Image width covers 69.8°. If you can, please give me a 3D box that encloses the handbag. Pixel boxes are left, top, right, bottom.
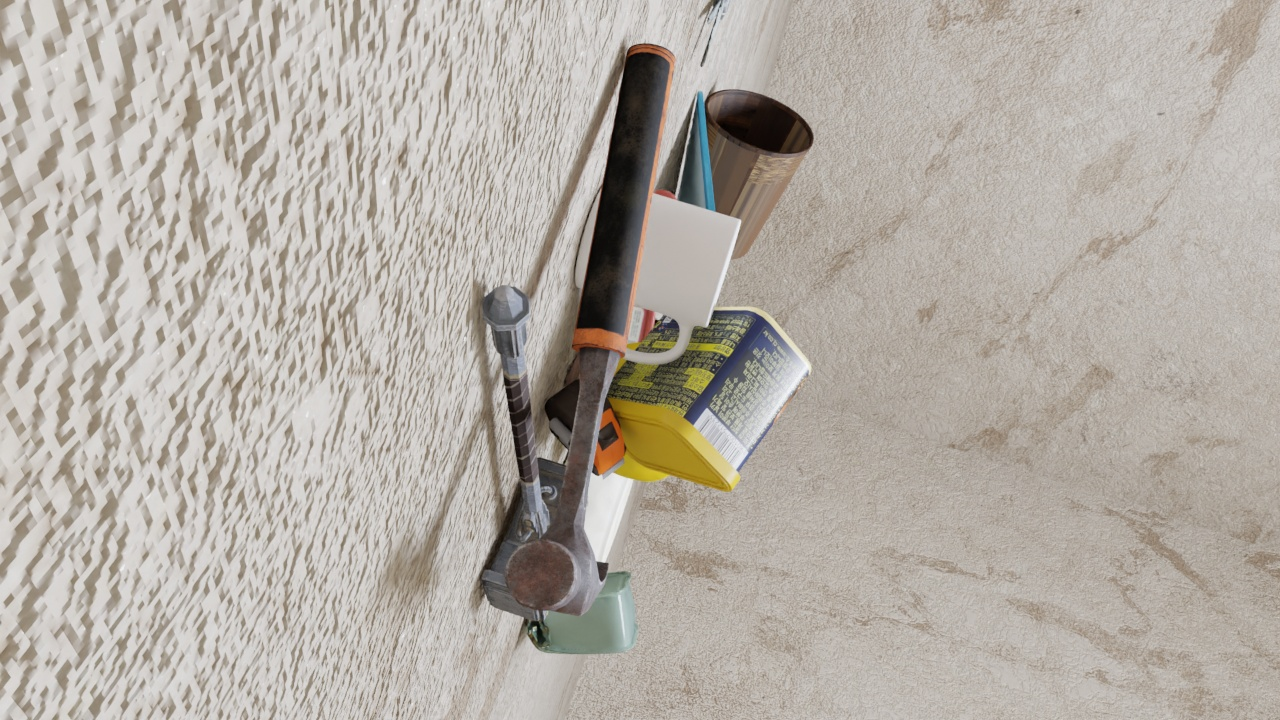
[{"bbox_3d":[-0.058,0.261,0.961,0.122,0.106,0.067,29,55,-86],"label":"handbag"}]

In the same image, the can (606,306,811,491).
[{"bbox_3d":[0.039,0.022,0.649,0.104,0.075,0.135,-51,-156,-17],"label":"can"}]

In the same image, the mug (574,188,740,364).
[{"bbox_3d":[0.006,-0.053,0.606,0.073,0.090,0.110,-51,158,-77],"label":"mug"}]

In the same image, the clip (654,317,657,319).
[{"bbox_3d":[0.001,-0.038,1.002,0.075,0.042,0.023,-48,153,-79],"label":"clip"}]

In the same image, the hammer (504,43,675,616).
[{"bbox_3d":[-0.017,-0.023,0.498,0.138,0.035,0.314,78,21,-73],"label":"hammer"}]

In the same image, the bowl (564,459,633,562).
[{"bbox_3d":[-0.048,0.143,0.908,0.188,0.060,0.219,-27,134,-84],"label":"bowl"}]

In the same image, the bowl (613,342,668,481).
[{"bbox_3d":[-0.012,0.039,0.759,0.118,0.067,0.117,-16,-111,47],"label":"bowl"}]

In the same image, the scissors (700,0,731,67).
[{"bbox_3d":[0.075,-0.329,0.856,0.158,0.014,0.141,7,98,-86],"label":"scissors"}]

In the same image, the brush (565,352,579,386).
[{"bbox_3d":[-0.031,-0.028,0.730,0.050,0.015,0.135,101,8,-51],"label":"brush"}]

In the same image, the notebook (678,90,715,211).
[{"bbox_3d":[0.056,-0.124,0.938,0.181,0.009,0.252,99,-9,-53],"label":"notebook"}]

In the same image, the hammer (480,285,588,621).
[{"bbox_3d":[-0.065,0.054,0.519,0.323,0.044,0.098,95,13,-59],"label":"hammer"}]

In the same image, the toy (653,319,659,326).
[{"bbox_3d":[-0.005,0.005,0.909,0.102,0.070,0.090,-20,134,-43],"label":"toy"}]

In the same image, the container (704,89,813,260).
[{"bbox_3d":[0.115,-0.217,1.108,0.131,0.132,0.168,-67,179,-47],"label":"container"}]

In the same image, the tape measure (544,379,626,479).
[{"bbox_3d":[-0.040,0.046,0.628,0.038,0.058,0.059,-37,155,-22],"label":"tape measure"}]

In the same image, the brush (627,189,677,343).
[{"bbox_3d":[-0.001,-0.070,0.833,0.030,0.041,0.172,-122,-134,-73],"label":"brush"}]
